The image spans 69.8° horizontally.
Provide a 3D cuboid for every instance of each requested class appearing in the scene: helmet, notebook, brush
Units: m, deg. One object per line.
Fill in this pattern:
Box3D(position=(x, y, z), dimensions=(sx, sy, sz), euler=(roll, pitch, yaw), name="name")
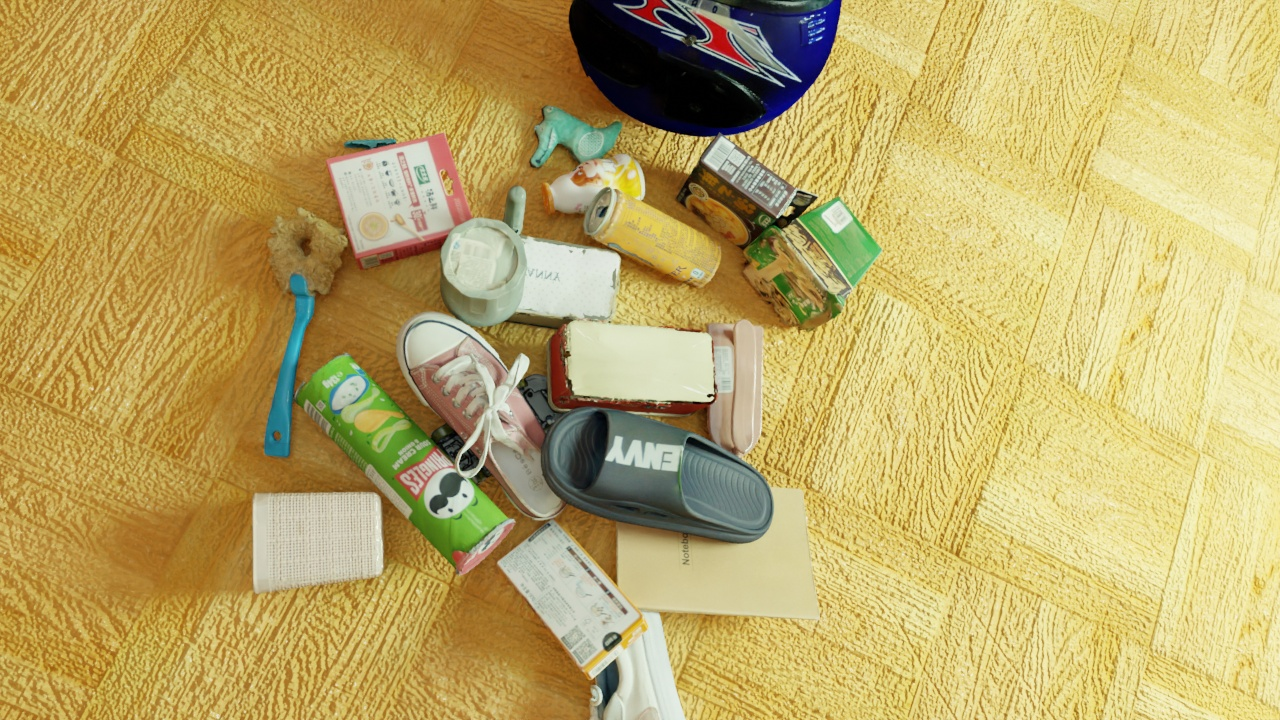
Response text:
Box3D(position=(0.044, -0.363, 0.961), dimensions=(0.315, 0.241, 0.246), euler=(11, 58, -18), name="helmet")
Box3D(position=(0.077, 0.191, 0.945), dimensions=(0.207, 0.008, 0.147), euler=(6, 54, -10), name="notebook")
Box3D(position=(-0.346, -0.031, 0.919), dimensions=(0.083, 0.046, 0.254), euler=(5, 81, 5), name="brush")
Box3D(position=(0.101, 0.032, 0.979), dimensions=(0.063, 0.073, 0.145), euler=(4, 79, -11), name="brush")

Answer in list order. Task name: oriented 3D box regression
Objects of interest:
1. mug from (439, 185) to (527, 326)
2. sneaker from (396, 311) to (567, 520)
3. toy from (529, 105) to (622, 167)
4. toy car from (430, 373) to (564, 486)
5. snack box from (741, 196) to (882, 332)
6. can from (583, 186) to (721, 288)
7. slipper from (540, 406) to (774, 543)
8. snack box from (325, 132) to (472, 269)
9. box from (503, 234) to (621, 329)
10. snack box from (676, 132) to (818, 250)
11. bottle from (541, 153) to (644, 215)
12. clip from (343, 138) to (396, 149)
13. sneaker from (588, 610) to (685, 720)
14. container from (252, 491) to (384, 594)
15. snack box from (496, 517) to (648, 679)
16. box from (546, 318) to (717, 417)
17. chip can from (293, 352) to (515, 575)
Box3D(position=(-0.144, -0.101, 0.884), dimensions=(0.083, 0.103, 0.123), euler=(24, 77, -5), name="mug")
Box3D(position=(-0.146, 0.048, 0.875), dimensions=(0.118, 0.088, 0.241), euler=(-36, 87, -17), name="sneaker")
Box3D(position=(-0.079, -0.247, 1.027), dimensions=(0.092, 0.030, 0.096), euler=(31, 81, 1), name="toy")
Box3D(position=(-0.146, 0.074, 0.936), dimensions=(0.158, 0.042, 0.070), euler=(-31, 86, -14), name="toy car")
Box3D(position=(0.193, -0.113, 1.009), dimensions=(0.105, 0.118, 0.118), euler=(-40, 91, -21), name="snack box")
Box3D(position=(0.015, -0.130, 0.981), dimensions=(0.146, 0.058, 0.058), euler=(23, 73, -27), name="can")
Box3D(position=(0.035, 0.105, 0.894), dimensions=(0.268, 0.084, 0.110), euler=(20, 55, -24), name="slipper")
Box3D(position=(-0.251, -0.168, 0.967), dimensions=(0.127, 0.044, 0.113), euler=(-17, 81, -13), name="snack box")
Box3D(position=(-0.101, -0.082, 0.973), dimensions=(0.184, 0.059, 0.089), euler=(11, 77, -11), name="box")
Box3D(position=(0.113, -0.178, 1.005), dimensions=(0.125, 0.113, 0.053), euler=(37, 74, -1), name="snack box")
Box3D(position=(-0.052, -0.187, 1.000), dimensions=(0.108, 0.063, 0.063), euler=(-15, 81, -14), name="bottle")
Box3D(position=(-0.290, -0.227, 0.988), dimensions=(0.056, 0.014, 0.043), euler=(-10, 81, -14), name="clip")
Box3D(position=(-0.010, 0.356, 0.875), dimensions=(0.090, 0.090, 0.242), euler=(-5, 75, -28), name="sneaker")
Box3D(position=(-0.300, 0.168, 0.863), dimensions=(0.111, 0.090, 0.090), euler=(-2, 78, -14), name="container")
Box3D(position=(-0.068, 0.225, 0.886), dimensions=(0.075, 0.026, 0.154), euler=(-38, 52, -16), name="snack box")
Box3D(position=(-0.006, 0.006, 0.941), dimensions=(0.168, 0.080, 0.091), euler=(4, 73, -24), name="box")
Box3D(position=(-0.227, 0.097, 0.877), dimensions=(0.236, 0.072, 0.072), euler=(43, 73, 10), name="chip can")
